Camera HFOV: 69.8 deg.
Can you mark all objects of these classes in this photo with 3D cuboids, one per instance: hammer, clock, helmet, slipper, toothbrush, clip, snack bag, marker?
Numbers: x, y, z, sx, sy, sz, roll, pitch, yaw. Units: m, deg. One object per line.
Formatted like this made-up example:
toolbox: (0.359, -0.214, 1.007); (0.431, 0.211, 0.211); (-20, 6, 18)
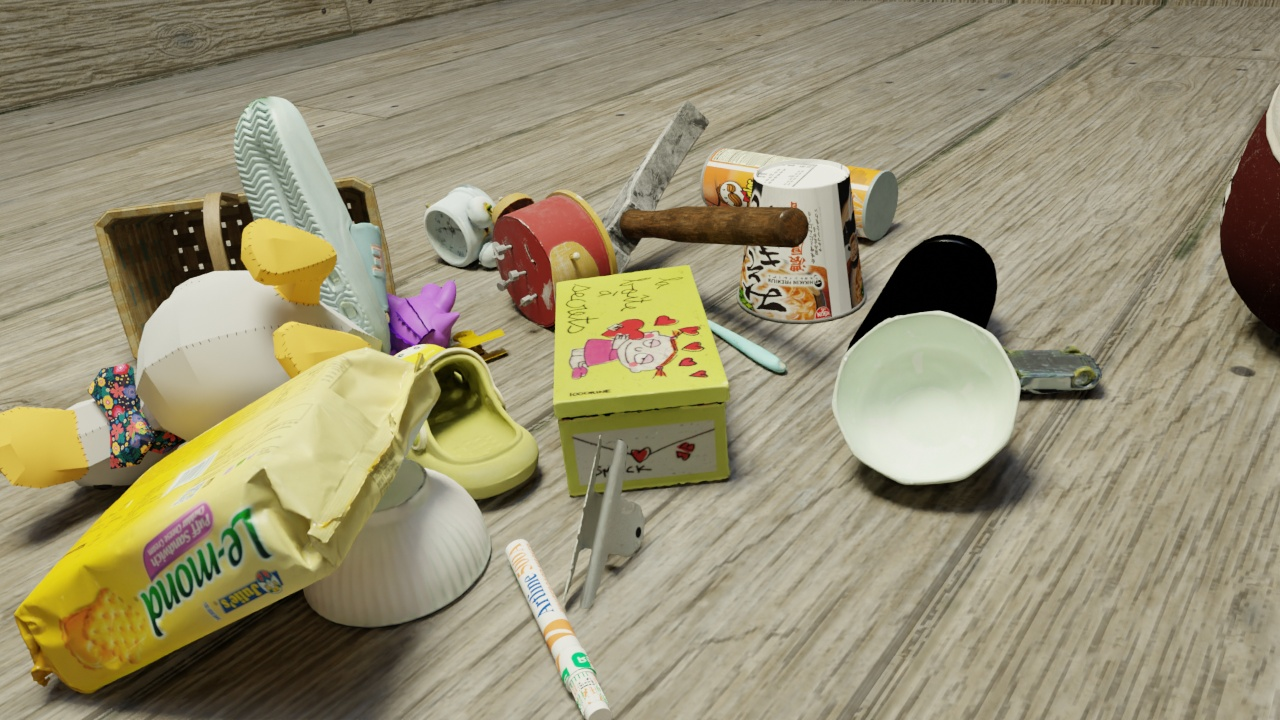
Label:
hammer: (0.067, -0.153, 0.829); (0.217, 0.037, 0.301); (-57, 29, -9)
clock: (-0.100, -0.098, 0.873); (0.081, 0.117, 0.159); (-28, 43, -30)
helmet: (0.544, -0.125, 0.661); (0.233, 0.254, 0.233); (-45, 48, -16)
slipper: (-0.149, 0.034, 0.679); (0.091, 0.082, 0.191); (-26, 36, -29)
toothbrush: (0.072, -0.028, 0.822); (0.016, 0.017, 0.181); (-19, 32, -25)
clip: (-0.015, 0.101, 0.561); (0.046, 0.101, 0.056); (7, -12, 28)
slipper: (-0.263, -0.101, 0.773); (0.104, 0.245, 0.074); (-8, 15, 39)
clip: (-0.151, -0.010, 0.827); (0.053, 0.044, 0.050); (-24, -2, -29)
clock: (-0.185, -0.146, 1.015); (0.118, 0.083, 0.056); (13, 38, 36)
snack bag: (-0.237, 0.085, 0.522); (0.248, 0.068, 0.159); (-27, 25, 21)
marker: (-0.049, 0.148, 0.515); (0.017, 0.017, 0.145); (-15, 30, -18)

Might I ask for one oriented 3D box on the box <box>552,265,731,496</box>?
box: (-0.004, 0.004, 0.709); (0.124, 0.082, 0.220); (-5, 29, 1)

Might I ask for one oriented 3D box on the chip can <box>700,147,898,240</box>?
chip can: (0.176, -0.192, 1.042); (0.215, 0.075, 0.075); (19, 36, 37)

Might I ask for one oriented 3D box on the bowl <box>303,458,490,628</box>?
bowl: (-0.157, 0.102, 0.571); (0.118, 0.062, 0.118); (-4, 28, 2)

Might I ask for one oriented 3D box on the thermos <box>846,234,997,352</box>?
thermos: (0.234, -0.039, 0.738); (0.086, 0.086, 0.198); (10, 32, 25)

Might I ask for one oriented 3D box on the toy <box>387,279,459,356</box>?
toy: (-0.198, -0.030, 0.810); (0.106, 0.056, 0.088); (-50, 46, 1)

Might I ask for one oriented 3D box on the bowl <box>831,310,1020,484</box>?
bowl: (0.193, 0.031, 0.619); (0.117, 0.117, 0.061); (10, -12, 25)

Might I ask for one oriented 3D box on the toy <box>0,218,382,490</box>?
toy: (-0.300, 0.016, 0.662); (0.268, 0.141, 0.246); (-31, -14, 32)

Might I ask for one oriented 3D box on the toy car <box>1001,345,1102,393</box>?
toy car: (0.302, 0.009, 0.699); (0.090, 0.027, 0.038); (0, 32, 7)

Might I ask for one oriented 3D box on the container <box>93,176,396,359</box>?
container: (-0.363, -0.084, 0.858); (0.250, 0.158, 0.186); (-10, 18, -8)

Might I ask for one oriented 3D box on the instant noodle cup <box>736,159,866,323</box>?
instant noodle cup: (0.150, -0.117, 0.858); (0.123, 0.122, 0.123); (-4, 28, 2)
